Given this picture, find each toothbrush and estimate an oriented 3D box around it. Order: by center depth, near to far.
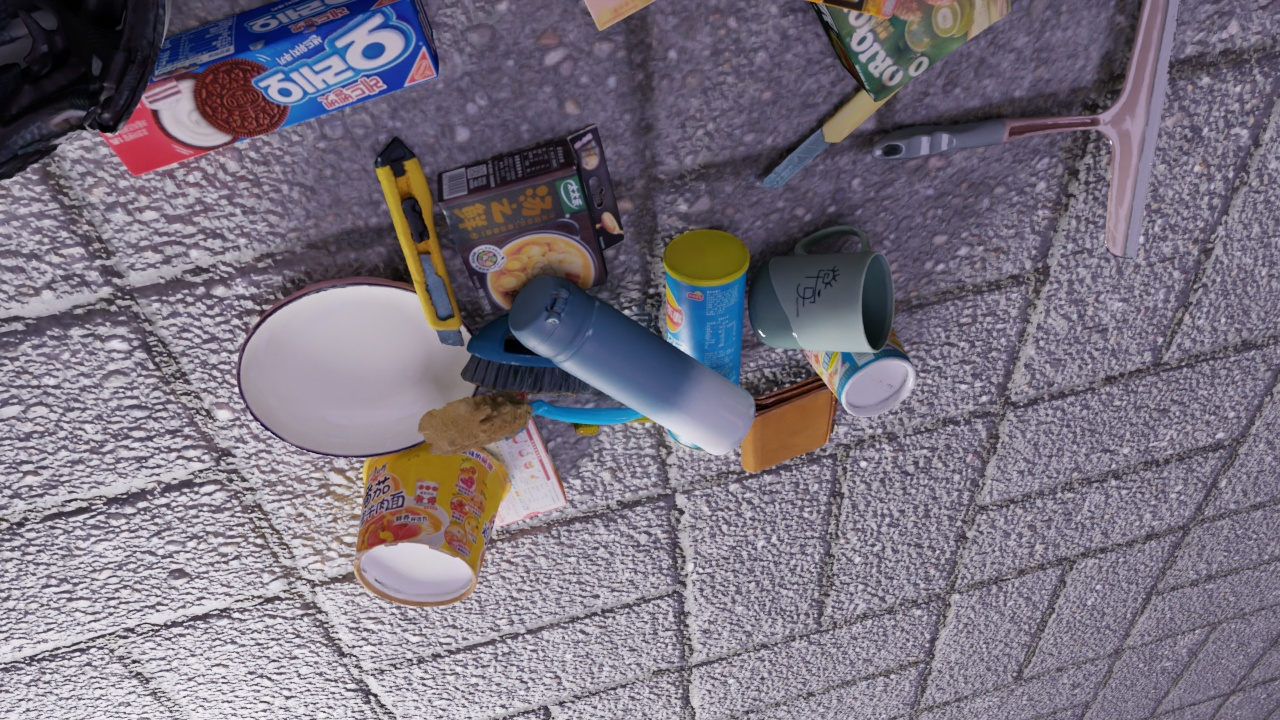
[{"bbox_3d":[0.025,0.060,0.917,0.190,0.016,0.016,-2,133,-17],"label":"toothbrush"}]

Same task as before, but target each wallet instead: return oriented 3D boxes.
[{"bbox_3d":[0.153,0.065,0.943,0.108,0.031,0.132,-20,150,-4],"label":"wallet"}]

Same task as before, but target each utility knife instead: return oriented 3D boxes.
[{"bbox_3d":[-0.160,-0.082,0.685,0.033,0.015,0.171,-25,120,-22],"label":"utility knife"},{"bbox_3d":[0.179,-0.206,0.720,0.213,0.022,0.031,-45,130,13],"label":"utility knife"}]

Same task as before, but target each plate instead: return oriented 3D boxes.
[{"bbox_3d":[-0.229,0.003,0.758,0.192,0.039,0.193,-10,134,-11],"label":"plate"}]

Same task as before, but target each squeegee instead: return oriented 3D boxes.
[{"bbox_3d":[0.308,-0.191,0.766,0.249,0.040,0.248,-8,118,-5],"label":"squeegee"}]

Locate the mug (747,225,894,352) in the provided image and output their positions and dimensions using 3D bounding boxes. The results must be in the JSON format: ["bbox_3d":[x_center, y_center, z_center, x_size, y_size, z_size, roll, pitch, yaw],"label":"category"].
[{"bbox_3d":[0.156,-0.063,0.791,0.106,0.111,0.082,3,165,35],"label":"mug"}]

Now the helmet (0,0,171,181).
[{"bbox_3d":[-0.357,-0.210,0.433,0.274,0.156,0.230,-13,137,7],"label":"helmet"}]

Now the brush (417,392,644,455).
[{"bbox_3d":[-0.076,0.051,0.818,0.254,0.046,0.083,-1,160,-41],"label":"brush"}]

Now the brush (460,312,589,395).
[{"bbox_3d":[-0.086,-0.008,0.769,0.143,0.055,0.073,6,102,-55],"label":"brush"}]

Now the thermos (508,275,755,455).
[{"bbox_3d":[-0.004,0.004,0.741,0.220,0.070,0.070,31,116,-28],"label":"thermos"}]

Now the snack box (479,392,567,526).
[{"bbox_3d":[-0.127,0.099,0.894,0.077,0.027,0.156,-17,135,-3],"label":"snack box"}]

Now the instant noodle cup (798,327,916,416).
[{"bbox_3d":[0.198,-0.010,0.847,0.099,0.109,0.099,-9,133,-10],"label":"instant noodle cup"}]

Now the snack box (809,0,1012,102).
[{"bbox_3d":[0.148,-0.295,0.594,0.115,0.063,0.240,-34,134,13],"label":"snack box"}]

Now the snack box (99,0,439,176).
[{"bbox_3d":[-0.232,-0.182,0.571,0.207,0.057,0.058,-19,138,-2],"label":"snack box"}]

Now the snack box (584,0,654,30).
[{"bbox_3d":[-0.024,-0.292,0.562,0.084,0.026,0.157,-27,134,7],"label":"snack box"}]

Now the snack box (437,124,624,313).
[{"bbox_3d":[-0.079,-0.106,0.707,0.125,0.053,0.113,-15,135,1],"label":"snack box"}]

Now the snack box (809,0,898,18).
[{"bbox_3d":[0.143,-0.286,0.537,0.075,0.026,0.154,3,129,-21],"label":"snack box"}]

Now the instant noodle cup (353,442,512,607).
[{"bbox_3d":[-0.196,0.151,0.838,0.138,0.109,0.138,0,135,0],"label":"instant noodle cup"}]

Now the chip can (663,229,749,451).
[{"bbox_3d":[0.057,-0.012,0.823,0.071,0.071,0.211,-11,135,-9],"label":"chip can"}]
